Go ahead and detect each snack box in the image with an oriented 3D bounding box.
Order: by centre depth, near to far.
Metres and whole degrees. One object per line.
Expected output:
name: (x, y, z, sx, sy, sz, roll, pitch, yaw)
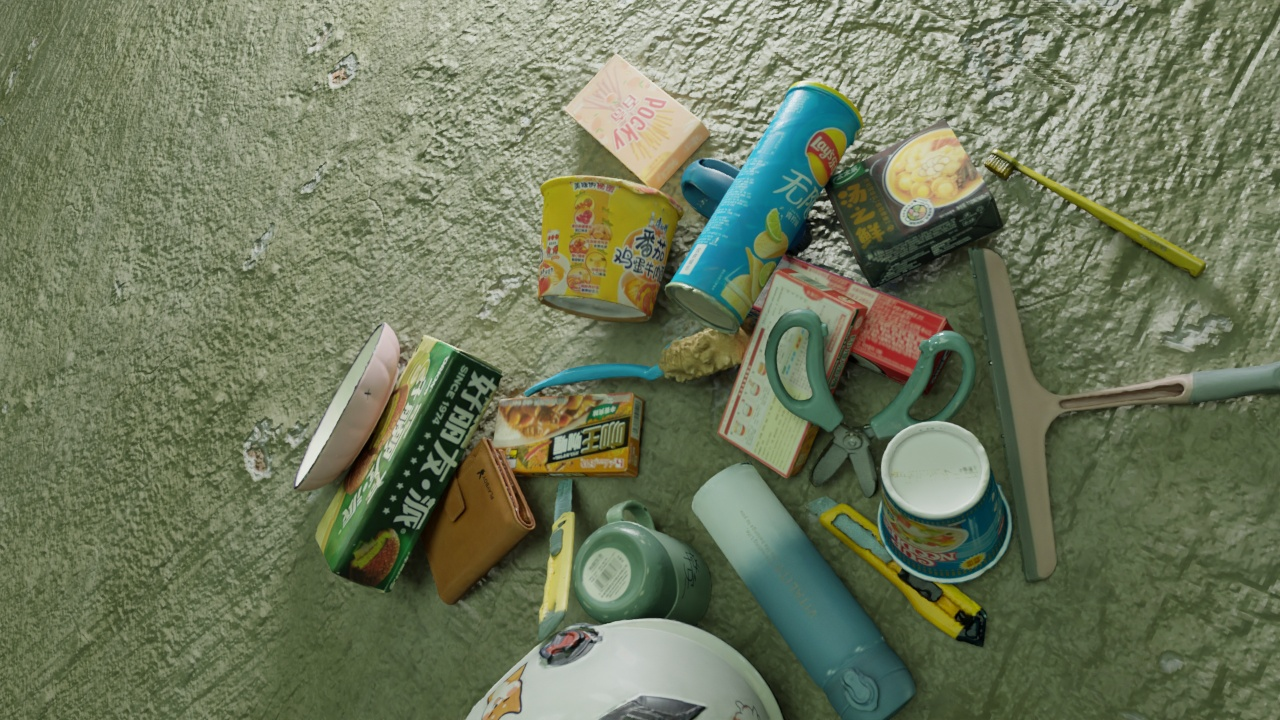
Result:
snack box: (0.121, 0.011, 0.753, 0.077, 0.027, 0.156, 32, 117, 31)
snack box: (0.221, -0.135, 0.767, 0.113, 0.053, 0.125, -26, 49, 16)
snack box: (0.159, -0.042, 0.779, 0.208, 0.057, 0.058, 28, 88, 33)
snack box: (-0.071, 0.072, 0.876, 0.154, 0.026, 0.075, -4, 70, 27)
snack box: (-0.230, 0.096, 0.907, 0.240, 0.063, 0.114, -62, 28, -5)
snack box: (-0.006, -0.252, 0.965, 0.084, 0.026, 0.157, -46, 57, 6)

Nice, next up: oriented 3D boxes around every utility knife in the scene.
utility knife: (0.194, 0.157, 0.708, 0.170, 0.015, 0.033, 38, 89, 34)
utility knife: (-0.068, 0.159, 0.781, 0.031, 0.022, 0.212, -33, 17, 13)

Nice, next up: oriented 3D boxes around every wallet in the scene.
wallet: (-0.161, 0.152, 0.874, 0.132, 0.031, 0.107, -44, 56, 26)

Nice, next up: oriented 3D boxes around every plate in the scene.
plate: (-0.298, 0.053, 0.954, 0.193, 0.039, 0.192, -50, 22, 29)

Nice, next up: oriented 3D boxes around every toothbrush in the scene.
toothbrush: (0.354, -0.118, 0.727, 0.190, 0.015, 0.016, 43, 98, 33)

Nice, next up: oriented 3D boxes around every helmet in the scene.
helmet: (-0.033, 0.319, 0.641, 0.274, 0.156, 0.230, -31, 90, 15)

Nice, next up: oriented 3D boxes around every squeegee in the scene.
squeegee: (0.381, 0.021, 0.646, 0.250, 0.040, 0.247, -9, 83, 19)

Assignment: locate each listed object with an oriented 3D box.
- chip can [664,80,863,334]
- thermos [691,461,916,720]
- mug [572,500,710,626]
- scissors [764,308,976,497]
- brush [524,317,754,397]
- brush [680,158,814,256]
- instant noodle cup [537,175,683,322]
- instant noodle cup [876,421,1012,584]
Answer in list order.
chip can: (0.103, -0.126, 0.759, 0.071, 0.071, 0.210, 25, 77, 33)
thermos: (0.123, 0.178, 0.707, 0.070, 0.070, 0.220, -42, 57, 8)
mug: (-0.002, 0.167, 0.756, 0.082, 0.106, 0.111, -22, 62, 20)
scissors: (0.159, 0.022, 0.707, 0.181, 0.019, 0.171, 34, 118, -4)
brush: (-0.005, 0.005, 0.847, 0.255, 0.083, 0.046, -12, 99, 32)
brush: (0.091, -0.145, 0.844, 0.144, 0.073, 0.055, 38, 99, 32)
instant noodle cup: (-0.036, -0.100, 0.865, 0.138, 0.138, 0.109, 5, 81, 30)
instant noodle cup: (0.213, 0.096, 0.656, 0.099, 0.110, 0.099, -10, 58, 17)
